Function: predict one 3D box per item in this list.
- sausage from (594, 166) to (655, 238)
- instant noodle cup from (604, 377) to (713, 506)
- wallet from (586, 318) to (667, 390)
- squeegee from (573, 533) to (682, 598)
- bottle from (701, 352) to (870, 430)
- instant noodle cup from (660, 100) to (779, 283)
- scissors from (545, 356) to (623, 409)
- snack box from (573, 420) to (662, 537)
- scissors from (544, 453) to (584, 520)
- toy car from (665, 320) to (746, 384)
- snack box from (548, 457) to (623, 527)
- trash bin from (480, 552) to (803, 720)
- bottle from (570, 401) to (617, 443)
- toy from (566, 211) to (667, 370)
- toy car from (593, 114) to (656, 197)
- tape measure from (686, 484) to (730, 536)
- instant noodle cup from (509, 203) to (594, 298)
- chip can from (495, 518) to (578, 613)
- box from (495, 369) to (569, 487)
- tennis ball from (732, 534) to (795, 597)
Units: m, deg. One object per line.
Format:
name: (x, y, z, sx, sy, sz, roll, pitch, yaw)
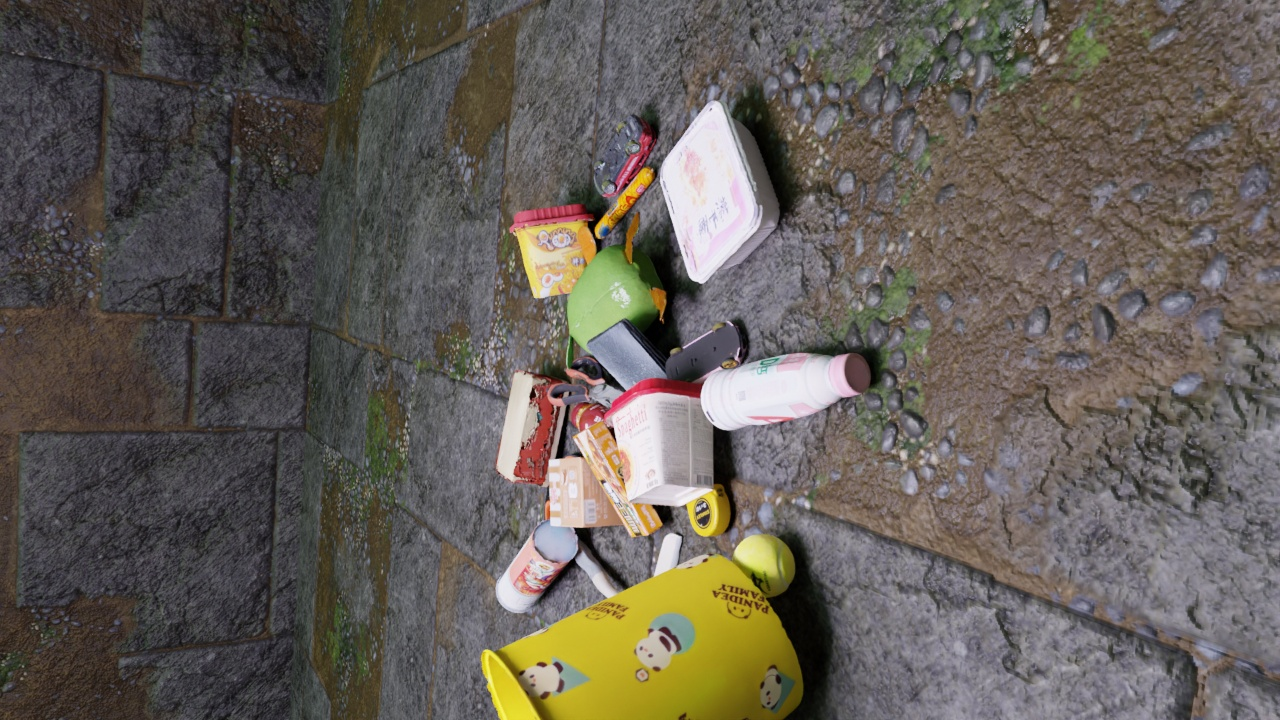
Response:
sausage: (-0.024, -0.215, 1.260, 0.166, 0.021, 0.021, -43, 53, 49)
instant noodle cup: (0.029, 0.098, 1.062, 0.117, 0.116, 0.124, -38, 50, 51)
wallet: (-0.007, 0.007, 1.160, 0.121, 0.019, 0.097, 47, 144, -9)
squeegee: (-0.046, 0.300, 1.251, 0.247, 0.039, 0.247, 30, 113, 55)
bottle: (0.146, 0.029, 0.939, 0.197, 0.068, 0.068, -15, 75, 53)
instant noodle cup: (0.095, -0.188, 1.036, 0.138, 0.060, 0.173, -45, 53, 47)
scissors: (-0.071, 0.049, 1.259, 0.195, 0.015, 0.205, -23, 30, 22)
snack box: (-0.030, 0.153, 1.174, 0.153, 0.026, 0.075, 59, 157, 2)
scissors: (-0.128, 0.172, 1.410, 0.225, 0.021, 0.220, -31, 57, 51)
toy car: (0.078, -0.001, 1.077, 0.123, 0.037, 0.056, -31, 62, 39)
snack box: (-0.070, 0.180, 1.261, 0.095, 0.077, 0.092, -13, 77, 56)
trash bin: (0.006, 0.333, 0.918, 0.229, 0.254, 0.230, 45, 149, 38)
bottle: (-0.037, 0.094, 1.231, 0.175, 0.057, 0.057, 20, 105, 56)
toy: (-0.032, -0.079, 1.204, 0.247, 0.089, 0.227, -38, 70, 54)
toy car: (-0.022, -0.273, 1.238, 0.121, 0.045, 0.053, -49, 46, 38)
tape measure: (0.082, 0.175, 1.064, 0.060, 0.028, 0.057, -41, 54, 49)
instant noodle cup: (-0.123, -0.156, 1.329, 0.116, 0.116, 0.123, -164, 65, -77)
chip can: (-0.157, 0.309, 1.371, 0.215, 0.071, 0.071, -57, 43, 50)
box: (-0.174, 0.102, 1.407, 0.091, 0.079, 0.168, 15, 94, 60)
tennis ball: (0.128, 0.213, 0.954, 0.066, 0.065, 0.065, -5, 84, 58)
